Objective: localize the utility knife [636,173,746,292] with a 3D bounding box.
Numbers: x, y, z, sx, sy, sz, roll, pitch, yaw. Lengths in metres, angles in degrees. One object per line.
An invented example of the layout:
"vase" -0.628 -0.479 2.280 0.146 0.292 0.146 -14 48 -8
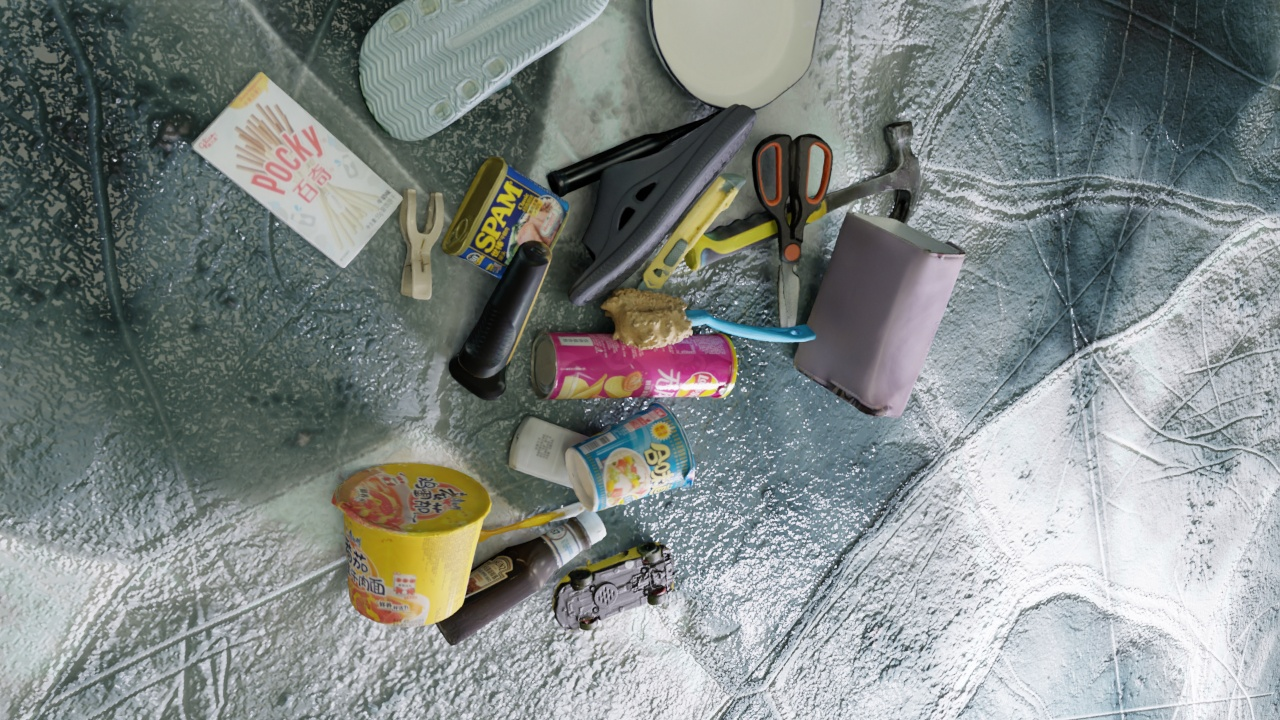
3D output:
"utility knife" 0.036 -0.113 0.965 0.031 0.022 0.211 36 105 -14

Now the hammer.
"hammer" 0.190 -0.167 1.041 0.322 0.032 0.126 -23 111 -21

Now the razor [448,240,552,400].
"razor" -0.127 -0.040 0.866 0.062 0.067 0.168 35 119 10

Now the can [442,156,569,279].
"can" -0.126 -0.128 0.872 0.083 0.057 0.102 27 90 -32

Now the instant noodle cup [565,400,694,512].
"instant noodle cup" -0.015 0.105 0.947 0.109 0.099 0.099 -19 110 -22

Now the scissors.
"scissors" 0.149 -0.133 1.004 0.141 0.021 0.235 16 101 -20

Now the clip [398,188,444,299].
"clip" -0.204 -0.107 0.845 0.034 0.072 0.100 4 97 -29

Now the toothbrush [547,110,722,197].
"toothbrush" 0.004 -0.216 0.934 0.212 0.026 0.027 -26 83 -20

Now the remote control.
"remote control" -0.069 0.107 0.978 0.150 0.021 0.058 24 78 -29

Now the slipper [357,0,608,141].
"slipper" -0.139 -0.290 0.811 0.245 0.074 0.104 -31 107 1

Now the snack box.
"snack box" -0.293 -0.162 0.794 0.157 0.027 0.084 43 82 -30

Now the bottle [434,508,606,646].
"bottle" -0.125 0.217 0.947 0.194 0.080 0.044 -29 109 -20

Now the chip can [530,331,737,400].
"chip can" -0.006 0.006 0.960 0.210 0.071 0.071 0 103 -27

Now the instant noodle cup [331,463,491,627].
"instant noodle cup" -0.216 0.174 0.864 0.137 0.138 0.110 0 111 -28

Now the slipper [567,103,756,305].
"slipper" 0.006 -0.167 0.918 0.083 0.111 0.268 41 82 4

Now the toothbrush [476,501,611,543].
"toothbrush" -0.104 0.168 0.983 0.191 0.018 0.016 -12 106 -27

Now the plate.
"plate" 0.092 -0.359 0.933 0.204 0.045 0.205 -7 107 -25

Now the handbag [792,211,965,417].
"handbag" 0.269 -0.052 1.026 0.098 0.145 0.197 5 113 -25

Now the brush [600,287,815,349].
"brush" 0.077 -0.037 0.968 0.254 0.083 0.046 5 120 -28

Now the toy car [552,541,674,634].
"toy car" -0.030 0.250 1.026 0.155 0.041 0.071 -16 110 -25
